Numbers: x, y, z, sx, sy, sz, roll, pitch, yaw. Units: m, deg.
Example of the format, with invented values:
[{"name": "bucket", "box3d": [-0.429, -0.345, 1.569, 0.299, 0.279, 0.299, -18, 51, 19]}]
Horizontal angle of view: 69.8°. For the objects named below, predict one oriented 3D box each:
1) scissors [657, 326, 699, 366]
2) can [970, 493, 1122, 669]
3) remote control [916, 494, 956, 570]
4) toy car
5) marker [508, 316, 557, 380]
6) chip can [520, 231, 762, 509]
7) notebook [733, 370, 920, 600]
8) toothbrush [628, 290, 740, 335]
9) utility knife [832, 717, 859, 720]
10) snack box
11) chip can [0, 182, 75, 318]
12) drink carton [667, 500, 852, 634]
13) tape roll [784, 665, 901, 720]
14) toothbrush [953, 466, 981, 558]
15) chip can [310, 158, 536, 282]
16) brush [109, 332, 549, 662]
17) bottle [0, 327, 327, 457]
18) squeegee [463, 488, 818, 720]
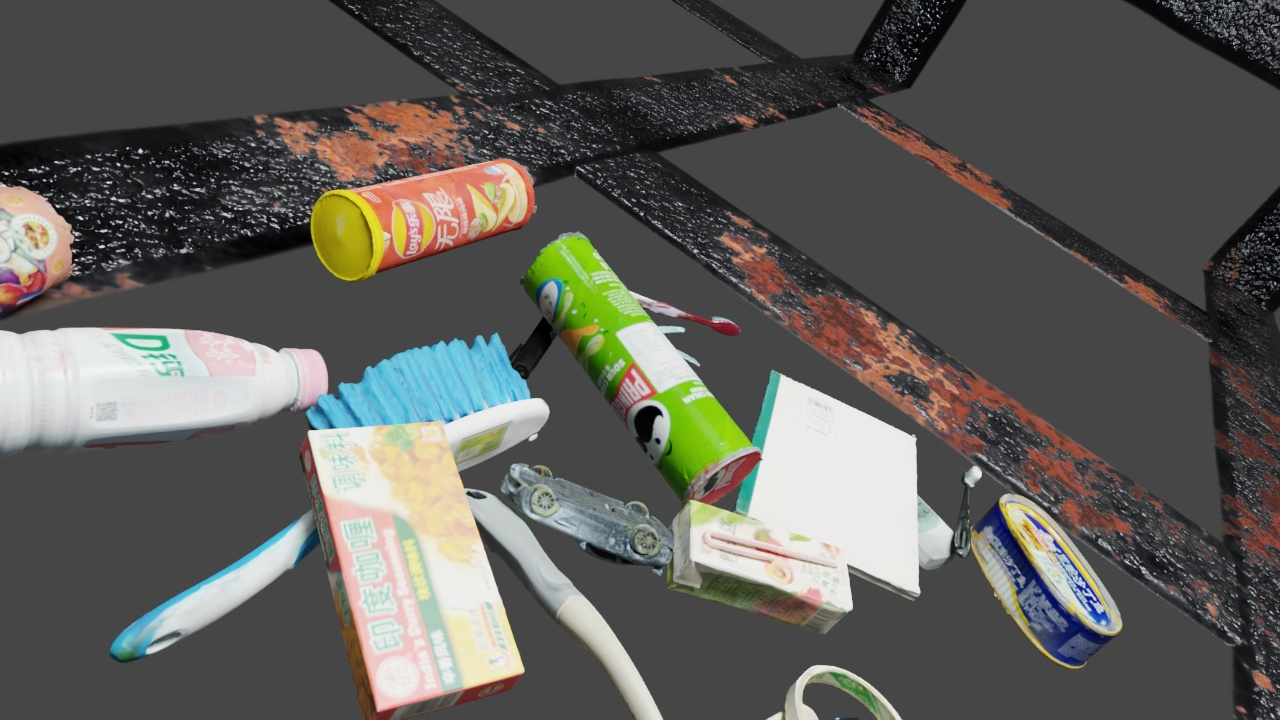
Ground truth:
[{"name": "scissors", "box3d": [-0.004, -0.024, 0.831, 0.133, 0.017, 0.123, 29, 29, -6]}, {"name": "can", "box3d": [0.336, 0.181, 0.770, 0.074, 0.049, 0.148, 13, 35, -25]}, {"name": "remote control", "box3d": [0.217, 0.121, 0.791, 0.056, 0.019, 0.135, -7, 46, -44]}, {"name": "toy car", "box3d": [-0.034, 0.103, 0.595, 0.120, 0.037, 0.054, 26, 6, -11]}, {"name": "marker", "box3d": [-0.081, -0.023, 0.764, 0.022, 0.020, 0.131, 20, 32, 4]}, {"name": "chip can", "box3d": [-0.004, 0.004, 0.713, 0.072, 0.072, 0.236, -11, 55, -46]}, {"name": "notebook", "box3d": [0.161, 0.092, 0.761, 0.150, 0.012, 0.208, 25, 34, 1]}, {"name": "toothbrush", "box3d": [0.014, -0.055, 0.889, 0.187, 0.016, 0.017, 16, 26, -20]}, {"name": "utility knife", "box3d": [0.115, 0.273, 0.497, 0.033, 0.015, 0.196, 27, 31, -3]}, {"name": "snack box", "box3d": [-0.123, 0.104, 0.481, 0.076, 0.027, 0.155, -3, 54, -35]}, {"name": "chip can", "box3d": [-0.394, -0.024, 0.470, 0.071, 0.071, 0.214, 26, 31, -5]}, {"name": "drink carton", "box3d": [0.081, 0.140, 0.622, 0.122, 0.046, 0.053, 20, 41, -14]}, {"name": "tape roll", "box3d": [0.126, 0.223, 0.549, 0.085, 0.014, 0.085, 24, 30, -15]}, {"name": "toothbrush", "box3d": [0.291, 0.132, 0.815, 0.015, 0.018, 0.180, 43, 27, 6]}, {"name": "chip can", "box3d": [-0.178, -0.126, 0.787, 0.073, 0.073, 0.216, 37, 32, 13]}, {"name": "brush", "box3d": [-0.170, 0.063, 0.544, 0.109, 0.061, 0.313, 47, 38, 20]}, {"name": "bottle", "box3d": [-0.276, 0.016, 0.515, 0.196, 0.068, 0.068, -1, 42, -45]}, {"name": "squeegee", "box3d": [-0.037, 0.153, 0.527, 0.245, 0.039, 0.246, -9, 47, -45]}]
